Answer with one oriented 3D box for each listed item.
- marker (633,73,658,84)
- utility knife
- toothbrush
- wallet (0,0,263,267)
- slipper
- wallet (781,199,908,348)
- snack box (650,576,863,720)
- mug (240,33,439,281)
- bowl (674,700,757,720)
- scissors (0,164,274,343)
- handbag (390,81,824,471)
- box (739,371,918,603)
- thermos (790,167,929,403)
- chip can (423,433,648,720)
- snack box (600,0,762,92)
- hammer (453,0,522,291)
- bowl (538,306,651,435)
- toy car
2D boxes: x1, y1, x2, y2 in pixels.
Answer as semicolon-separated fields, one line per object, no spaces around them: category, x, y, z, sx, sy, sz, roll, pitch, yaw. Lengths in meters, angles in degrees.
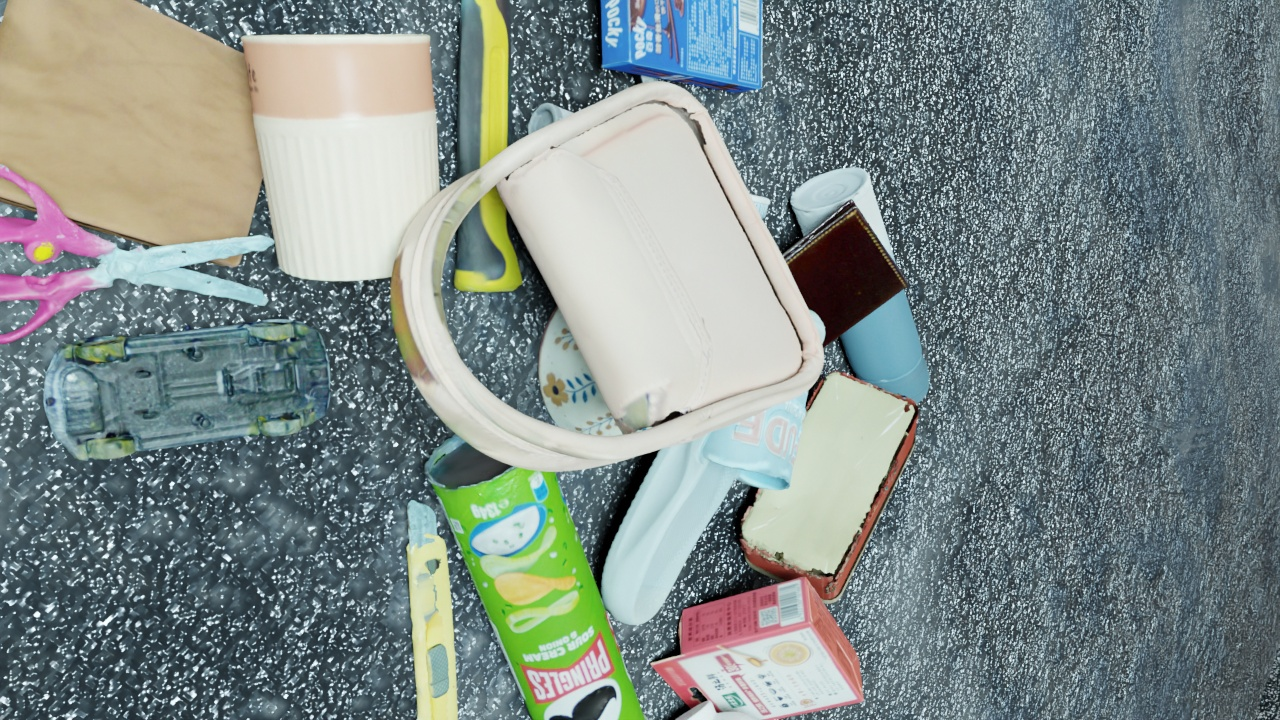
marker;0.000;-0.195;0.605;0.018;0.015;0.124;-39;124;-32
utility knife;-0.125;0.164;0.541;0.030;0.019;0.173;-13;100;-48
toothbrush;0.019;-0.129;0.623;0.220;0.027;0.026;9;103;-44
wallet;-0.222;-0.104;0.405;0.115;0.020;0.101;19;82;-46
slipper;0.059;0.071;0.609;0.245;0.074;0.104;-58;156;-7
wallet;0.136;-0.052;0.705;0.122;0.020;0.096;-38;124;11
snack box;0.089;0.227;0.700;0.113;0.127;0.044;56;23;-33
mug;-0.134;-0.103;0.448;0.114;0.082;0.106;-61;153;-67
bowl;0.048;0.292;0.675;0.118;0.119;0.064;-21;73;-40
scissors;-0.227;-0.033;0.394;0.137;0.017;0.096;16;110;-43
handbag;-0.021;-0.032;0.463;0.233;0.094;0.193;-29;90;-50
box;0.148;0.093;0.722;0.168;0.091;0.079;-57;154;-22
thermos;0.190;-0.052;0.771;0.070;0.070;0.220;-46;125;-29
chip can;-0.058;0.153;0.560;0.072;0.072;0.236;-34;118;-35
snack box;0.031;-0.228;0.604;0.156;0.026;0.084;-12;104;-51
hammer;-0.088;-0.200;0.508;0.126;0.032;0.323;-5;100;-43
bowl;-0.004;0.003;0.597;0.113;0.062;0.113;-9;103;-44
toy car;-0.206;0.012;0.425;0.120;0.037;0.054;-9;103;-32
